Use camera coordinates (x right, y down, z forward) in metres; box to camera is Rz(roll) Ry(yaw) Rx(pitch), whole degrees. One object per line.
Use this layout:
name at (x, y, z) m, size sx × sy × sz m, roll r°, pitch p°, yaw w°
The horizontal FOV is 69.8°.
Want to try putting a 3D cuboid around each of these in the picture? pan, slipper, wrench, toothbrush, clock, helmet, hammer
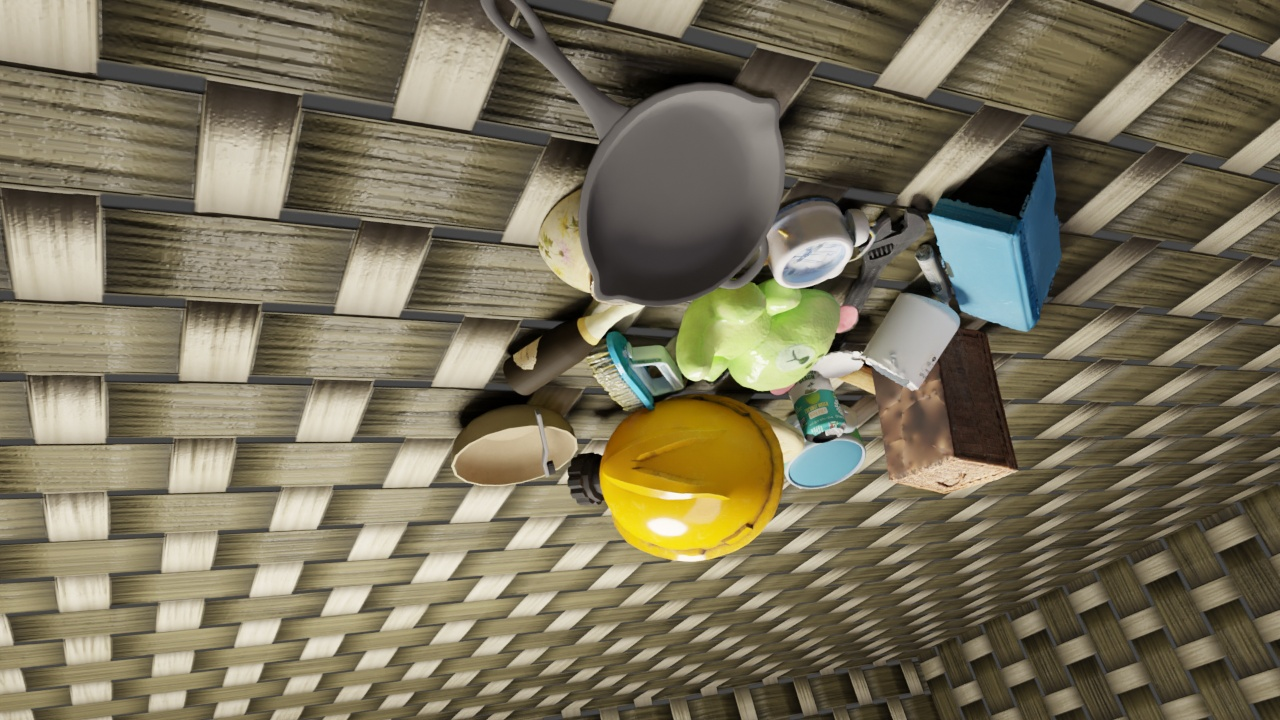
pan at (-0.003, -0.165, 0.720) m, size 0.216 × 0.024 × 0.354 m, roll -47°, pitch 132°, yaw 5°
slipper at (0.117, 0.099, 1.224) m, size 0.111 × 0.079 × 0.262 m, roll 29°, pitch 150°, yaw -19°
wrench at (0.251, -0.082, 1.033) m, size 0.073 × 0.018 × 0.274 m, roll -9°, pitch 151°, yaw -11°
toothbrush at (-0.113, 0.098, 1.071) m, size 0.013 × 0.012 × 0.168 m, roll -19°, pitch 151°, yaw -11°
toothbrush at (0.349, -0.084, 1.068) m, size 0.022 × 0.024 × 0.185 m, roll 17°, pitch 167°, yaw 32°
clock at (0.176, -0.115, 0.908) m, size 0.125 × 0.052 × 0.089 m, roll -4°, pitch 148°, yaw -24°
clock at (0.256, 0.113, 1.319) m, size 0.122 × 0.075 × 0.162 m, roll -15°, pitch 138°, yaw 1°
helmet at (0.028, 0.130, 1.086) m, size 0.256 × 0.205 × 0.131 m, roll -10°, pitch 162°, yaw 33°
hammer at (0.371, 0.046, 1.295) m, size 0.132 × 0.033 × 0.330 m, roll -33°, pitch 146°, yaw 32°

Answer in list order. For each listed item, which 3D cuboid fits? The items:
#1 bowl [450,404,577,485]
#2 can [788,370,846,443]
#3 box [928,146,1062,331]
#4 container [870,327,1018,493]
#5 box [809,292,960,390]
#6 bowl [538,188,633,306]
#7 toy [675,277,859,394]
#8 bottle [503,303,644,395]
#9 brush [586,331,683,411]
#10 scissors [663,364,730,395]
bowl at (-0.155, 0.096, 1.112) m, size 0.152 × 0.050 × 0.152 m, roll -12°, pitch 150°, yaw -7°
can at (0.219, 0.051, 1.157) m, size 0.055 × 0.101 × 0.055 m, roll -11°, pitch 151°, yaw -7°
box at (0.394, -0.133, 0.997) m, size 0.094 × 0.112 × 0.231 m, roll 22°, pitch 169°, yaw 34°
container at (0.373, 0.060, 1.149) m, size 0.112 × 0.198 × 0.114 m, roll 12°, pitch 153°, yaw -34°
box at (0.287, -0.018, 1.091) m, size 0.147 × 0.136 × 0.084 m, roll -59°, pitch 145°, yaw 0°
bowl at (-0.018, -0.096, 0.836) m, size 0.145 × 0.063 × 0.145 m, roll -11°, pitch 150°, yaw -7°
toy at (0.127, -0.032, 0.984) m, size 0.196 × 0.107 × 0.150 m, roll 10°, pitch 126°, yaw -51°
bottle at (-0.063, -0.025, 0.954) m, size 0.185 × 0.045 × 0.045 m, roll -32°, pitch 147°, yaw 27°
brush at (-0.006, 0.006, 1.022) m, size 0.075 × 0.055 × 0.136 m, roll -17°, pitch 151°, yaw 13°
scissors at (0.058, 0.000, 1.085) m, size 0.151 × 0.012 × 0.164 m, roll -32°, pitch 149°, yaw 26°
